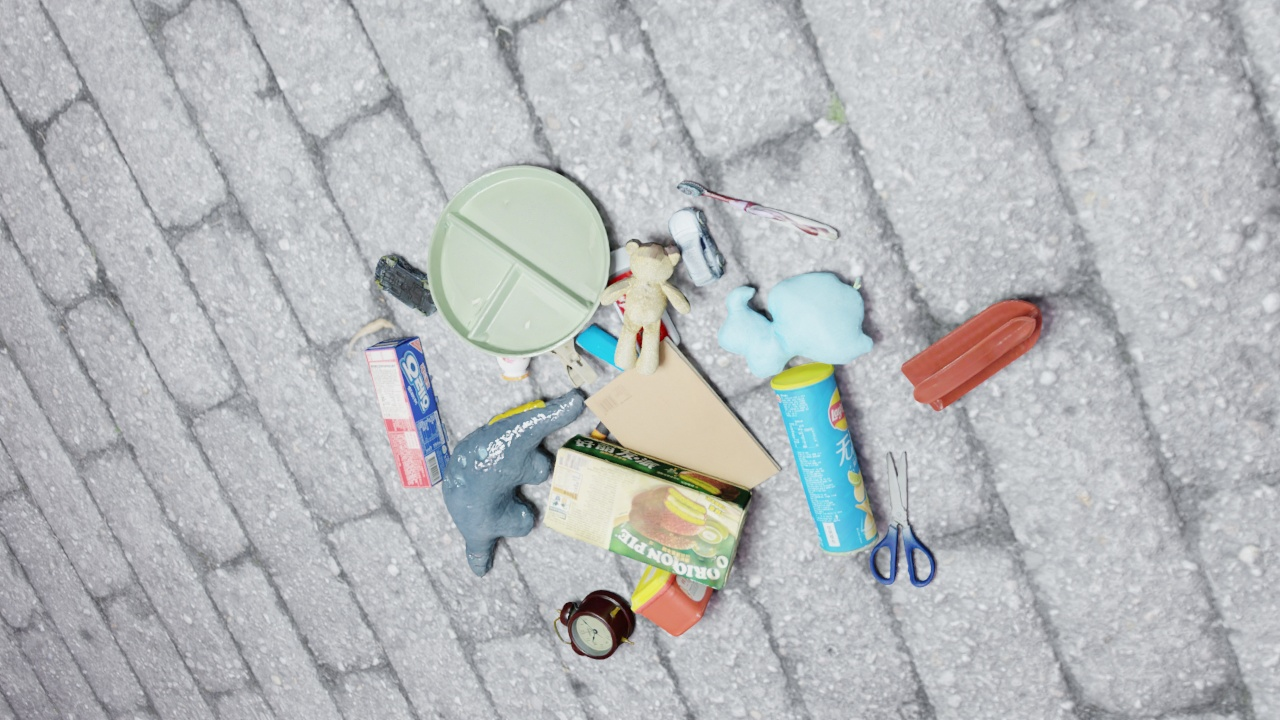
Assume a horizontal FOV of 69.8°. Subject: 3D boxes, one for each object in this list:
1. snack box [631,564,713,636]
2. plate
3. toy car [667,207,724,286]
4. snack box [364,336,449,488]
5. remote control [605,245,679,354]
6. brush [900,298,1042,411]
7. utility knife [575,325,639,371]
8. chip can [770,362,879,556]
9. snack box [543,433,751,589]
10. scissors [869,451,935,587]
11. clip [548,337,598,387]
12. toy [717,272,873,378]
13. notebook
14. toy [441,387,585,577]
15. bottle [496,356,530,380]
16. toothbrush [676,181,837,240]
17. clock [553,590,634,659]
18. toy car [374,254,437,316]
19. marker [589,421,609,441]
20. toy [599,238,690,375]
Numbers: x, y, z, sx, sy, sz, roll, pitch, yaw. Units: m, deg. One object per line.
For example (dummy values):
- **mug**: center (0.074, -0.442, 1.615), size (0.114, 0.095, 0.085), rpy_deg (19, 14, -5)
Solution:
- **snack box**: center (0.044, 0.294, 1.166), size (0.080, 0.091, 0.082), rpy_deg (42, 120, -2)
- **plate**: center (-0.145, -0.116, 1.092), size (0.230, 0.027, 0.230), rpy_deg (0, 88, 13)
- **toy car**: center (0.061, -0.127, 1.035), size (0.043, 0.034, 0.090), rpy_deg (-19, 98, 31)
- **snack box**: center (-0.317, 0.071, 1.264), size (0.058, 0.057, 0.207), rpy_deg (-3, 107, 28)
- **remote control**: center (-0.004, -0.068, 1.093), size (0.056, 0.020, 0.136), rpy_deg (-23, 98, 30)
- **brush**: center (0.340, -0.008, 0.931), size (0.146, 0.069, 0.063), rpy_deg (-40, 90, 30)
- **utility knife**: center (-0.007, 0.007, 1.123), size (0.161, 0.018, 0.034), rpy_deg (32, 122, 9)
- **chip can**: center (0.209, 0.111, 1.034), size (0.071, 0.071, 0.210), rpy_deg (-12, 104, 27)
- **snack box**: center (0.007, 0.182, 1.127), size (0.240, 0.063, 0.114), rpy_deg (16, 108, 13)
- **scissors**: center (0.289, 0.186, 1.059), size (0.126, 0.012, 0.173), rpy_deg (-31, 93, 29)
- **clip**: center (-0.093, -0.011, 1.137), size (0.100, 0.034, 0.070), rpy_deg (53, 157, -9)
- **toy**: center (0.172, -0.042, 1.005), size (0.161, 0.049, 0.156), rpy_deg (43, 111, 15)
- **notebook**: center (0.048, 0.091, 1.121), size (0.150, 0.012, 0.211), rpy_deg (-38, 96, 31)
- **toy**: center (-0.194, 0.163, 1.232), size (0.138, 0.091, 0.357), rpy_deg (19, 120, -14)
- **bottle**: center (-0.161, -0.030, 1.153), size (0.063, 0.063, 0.108), rpy_deg (6, 111, 22)
- **toothbrush**: center (0.126, -0.164, 1.001), size (0.188, 0.017, 0.016), rpy_deg (22, 117, 16)
- **clock**: center (-0.065, 0.365, 1.258), size (0.122, 0.055, 0.082), rpy_deg (-15, 102, 30)
- **toy car**: center (-0.304, -0.099, 1.209), size (0.105, 0.031, 0.049), rpy_deg (33, 119, 11)
- **marker**: center (-0.044, 0.082, 1.169), size (0.018, 0.015, 0.124), rpy_deg (35, 117, 4)
- **toy**: center (0.006, -0.059, 1.049), size (0.105, 0.066, 0.157), rpy_deg (11, 105, 10)
